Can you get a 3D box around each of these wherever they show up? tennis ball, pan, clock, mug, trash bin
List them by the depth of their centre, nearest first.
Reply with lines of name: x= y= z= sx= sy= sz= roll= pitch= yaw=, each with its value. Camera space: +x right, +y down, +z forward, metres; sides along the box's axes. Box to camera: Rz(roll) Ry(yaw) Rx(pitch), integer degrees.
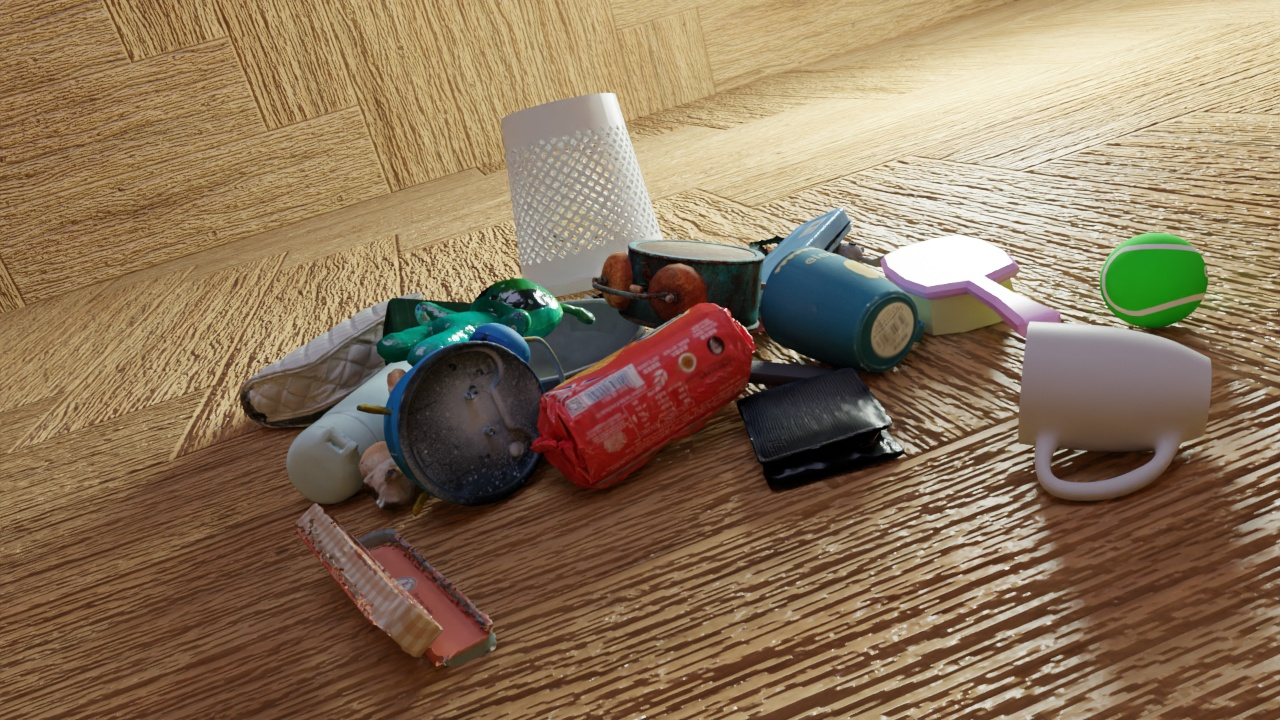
mug: x=0.256 y=0.031 z=0.501 sx=0.089 sy=0.071 sz=0.107 roll=5 pitch=56 yaw=26
tennis ball: x=0.353 y=-0.055 z=0.632 sx=0.065 sy=0.065 sz=0.065 roll=-14 pitch=21 yaw=5
clock: x=-0.116 y=0.039 z=0.677 sx=0.161 sy=0.117 sz=0.060 roll=-30 pitch=13 yaw=-35
mug: x=0.169 y=-0.035 z=0.715 sx=0.112 sy=0.084 sz=0.104 roll=6 pitch=15 yaw=-31
clock: x=0.031 y=-0.055 z=0.755 sx=0.121 sy=0.073 sz=0.157 roll=18 pitch=19 yaw=42
pan: x=-0.005 y=0.005 z=0.786 sx=0.358 sy=0.041 sz=0.178 roll=5 pitch=30 yaw=33
trash bin: x=-0.071 y=-0.187 z=1.045 sx=0.195 sy=0.199 sz=0.195 roll=-12 pitch=9 yaw=2

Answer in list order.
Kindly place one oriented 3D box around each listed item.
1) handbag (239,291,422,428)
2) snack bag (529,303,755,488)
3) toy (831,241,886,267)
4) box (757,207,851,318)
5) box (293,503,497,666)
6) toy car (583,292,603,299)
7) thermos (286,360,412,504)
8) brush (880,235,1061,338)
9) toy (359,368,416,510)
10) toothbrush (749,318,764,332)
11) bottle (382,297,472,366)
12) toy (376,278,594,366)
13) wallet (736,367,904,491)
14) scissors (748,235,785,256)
handbag: x=-0.313 y=0.001 z=0.978 sx=0.139 sy=0.072 sz=0.194 roll=-12 pitch=19 yaw=35
snack bag: x=0.006 y=0.025 z=0.654 sx=0.176 sy=0.082 sz=0.082 roll=-31 pitch=24 yaw=-16
toy: x=0.207 y=-0.103 z=0.916 sx=0.049 sy=0.030 sz=0.111 roll=-14 pitch=21 yaw=-10
box: x=0.146 y=-0.091 z=0.888 sx=0.066 sy=0.037 sz=0.208 roll=-16 pitch=17 yaw=40
box: x=-0.152 y=0.133 z=0.553 sx=0.187 sy=0.085 sz=0.048 roll=18 pitch=72 yaw=53
toy car: x=-0.037 y=-0.060 z=0.976 sx=0.092 sy=0.037 sz=0.040 roll=-23 pitch=21 yaw=-17
thermos: x=-0.221 y=0.047 z=0.796 sx=0.078 sy=0.065 sz=0.206 roll=-49 pitch=3 yaw=32
brush: x=0.259 y=-0.048 z=0.714 sx=0.089 sy=0.043 sz=0.228 roll=-16 pitch=20 yaw=1
toy: x=-0.181 y=0.074 z=0.713 sx=0.074 sy=0.085 sz=0.105 roll=20 pitch=51 yaw=4
toothbrush: x=0.086 y=-0.043 z=0.875 sx=0.021 sy=0.016 sz=0.135 roll=-20 pitch=23 yaw=-17
bottle: x=-0.189 y=-0.023 z=0.929 sx=0.131 sy=0.061 sz=0.061 roll=3 pitch=40 yaw=-24
toy: x=-0.131 y=-0.025 z=0.782 sx=0.131 sy=0.072 sz=0.192 roll=11 pitch=24 yaw=38
wallet: x=0.115 y=0.041 z=0.618 sx=0.089 sy=0.026 sz=0.115 roll=-17 pitch=20 yaw=2
scissors: x=0.098 y=-0.102 z=0.993 sx=0.202 sy=0.015 sz=0.201 roll=-5 pitch=19 yaw=4
